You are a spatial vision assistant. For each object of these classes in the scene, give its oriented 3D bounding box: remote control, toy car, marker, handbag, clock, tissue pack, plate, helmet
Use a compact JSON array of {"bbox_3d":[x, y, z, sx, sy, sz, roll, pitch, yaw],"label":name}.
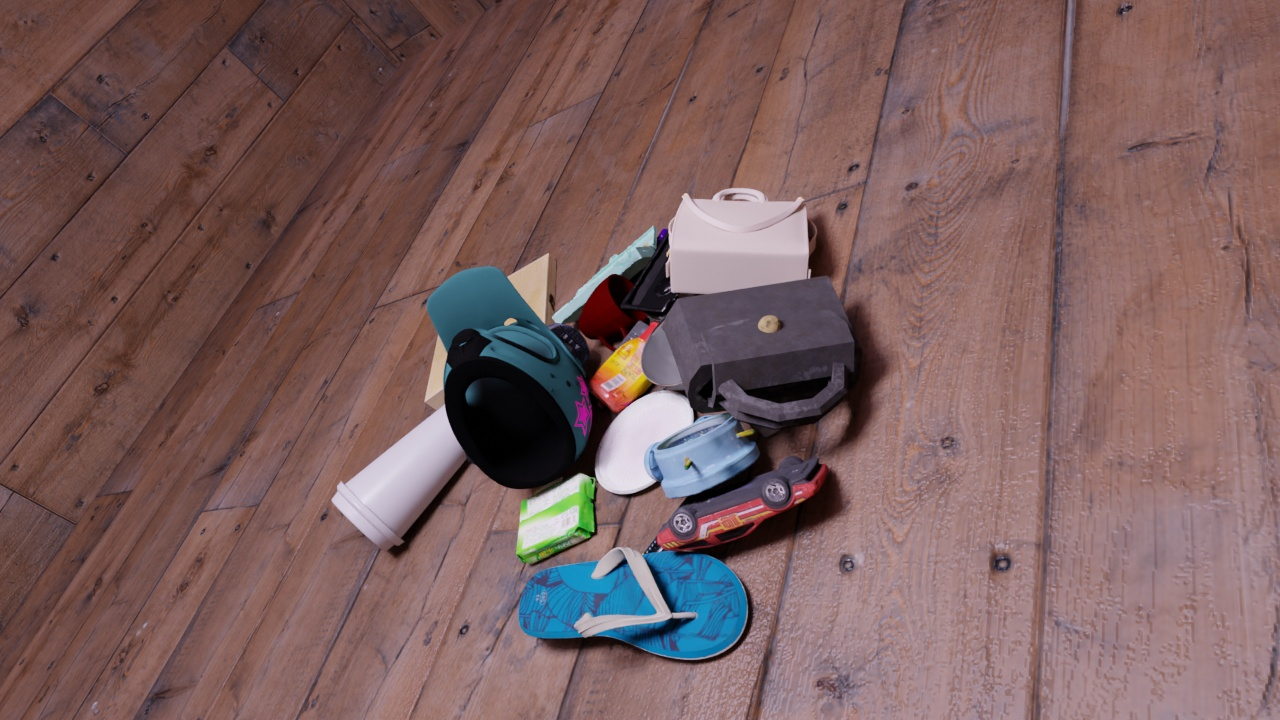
[{"bbox_3d":[-0.026,0.009,1.308,0.045,0.021,0.140,35,80,24],"label":"remote control"},{"bbox_3d":[0.107,0.152,0.969,0.190,0.056,0.081,-26,2,25],"label":"toy car"},{"bbox_3d":[0.011,-0.154,1.454,0.015,0.018,0.133,9,63,54],"label":"marker"},{"bbox_3d":[0.141,-0.003,1.007,0.197,0.102,0.199,-10,42,-6],"label":"handbag"},{"bbox_3d":[0.136,-0.174,1.228,0.195,0.101,0.197,3,42,7],"label":"handbag"},{"bbox_3d":[0.066,0.106,1.043,0.118,0.060,0.162,-26,5,-20],"label":"clock"},{"bbox_3d":[-0.110,0.202,1.183,0.114,0.034,0.099,-29,36,22],"label":"tissue pack"},{"bbox_3d":[0.006,0.106,1.180,0.157,0.014,0.156,-29,36,24],"label":"plate"},{"bbox_3d":[-0.173,0.025,1.214,0.176,0.275,0.200,-24,31,10],"label":"helmet"},{"bbox_3d":[0.064,-0.130,1.322,0.094,0.071,0.191,7,59,49],"label":"toy car"}]

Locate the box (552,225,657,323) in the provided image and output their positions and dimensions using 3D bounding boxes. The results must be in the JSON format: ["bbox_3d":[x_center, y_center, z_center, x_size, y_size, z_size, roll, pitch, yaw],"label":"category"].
[{"bbox_3d":[-0.050,-0.131,1.454,0.187,0.052,0.138,-36,6,27],"label":"box"}]

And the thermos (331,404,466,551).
[{"bbox_3d":[-0.349,0.171,1.402,0.221,0.131,0.132,-46,33,-16],"label":"thermos"}]

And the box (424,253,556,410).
[{"bbox_3d":[-0.258,-0.054,1.613,0.254,0.068,0.246,-25,39,18],"label":"box"}]

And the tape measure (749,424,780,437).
[{"bbox_3d":[0.154,0.056,1.070,0.060,0.020,0.062,-29,37,22],"label":"tape measure"}]

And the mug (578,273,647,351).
[{"bbox_3d":[-0.046,-0.058,1.364,0.089,0.087,0.114,-35,53,30],"label":"mug"}]

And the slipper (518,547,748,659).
[{"bbox_3d":[-0.022,0.252,0.986,0.296,0.060,0.118,-8,48,32],"label":"slipper"}]

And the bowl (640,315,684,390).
[{"bbox_3d":[0.075,-0.013,1.196,0.151,0.057,0.150,-28,37,23],"label":"bowl"}]

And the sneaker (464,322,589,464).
[{"bbox_3d":[-0.188,0.041,1.398,0.252,0.097,0.151,-51,17,1],"label":"sneaker"}]

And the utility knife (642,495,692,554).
[{"bbox_3d":[0.023,0.212,1.045,0.172,0.020,0.029,-52,36,-13],"label":"utility knife"}]

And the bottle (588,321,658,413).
[{"bbox_3d":[-0.007,0.007,1.265,0.134,0.048,0.071,-47,54,-8],"label":"bottle"}]
